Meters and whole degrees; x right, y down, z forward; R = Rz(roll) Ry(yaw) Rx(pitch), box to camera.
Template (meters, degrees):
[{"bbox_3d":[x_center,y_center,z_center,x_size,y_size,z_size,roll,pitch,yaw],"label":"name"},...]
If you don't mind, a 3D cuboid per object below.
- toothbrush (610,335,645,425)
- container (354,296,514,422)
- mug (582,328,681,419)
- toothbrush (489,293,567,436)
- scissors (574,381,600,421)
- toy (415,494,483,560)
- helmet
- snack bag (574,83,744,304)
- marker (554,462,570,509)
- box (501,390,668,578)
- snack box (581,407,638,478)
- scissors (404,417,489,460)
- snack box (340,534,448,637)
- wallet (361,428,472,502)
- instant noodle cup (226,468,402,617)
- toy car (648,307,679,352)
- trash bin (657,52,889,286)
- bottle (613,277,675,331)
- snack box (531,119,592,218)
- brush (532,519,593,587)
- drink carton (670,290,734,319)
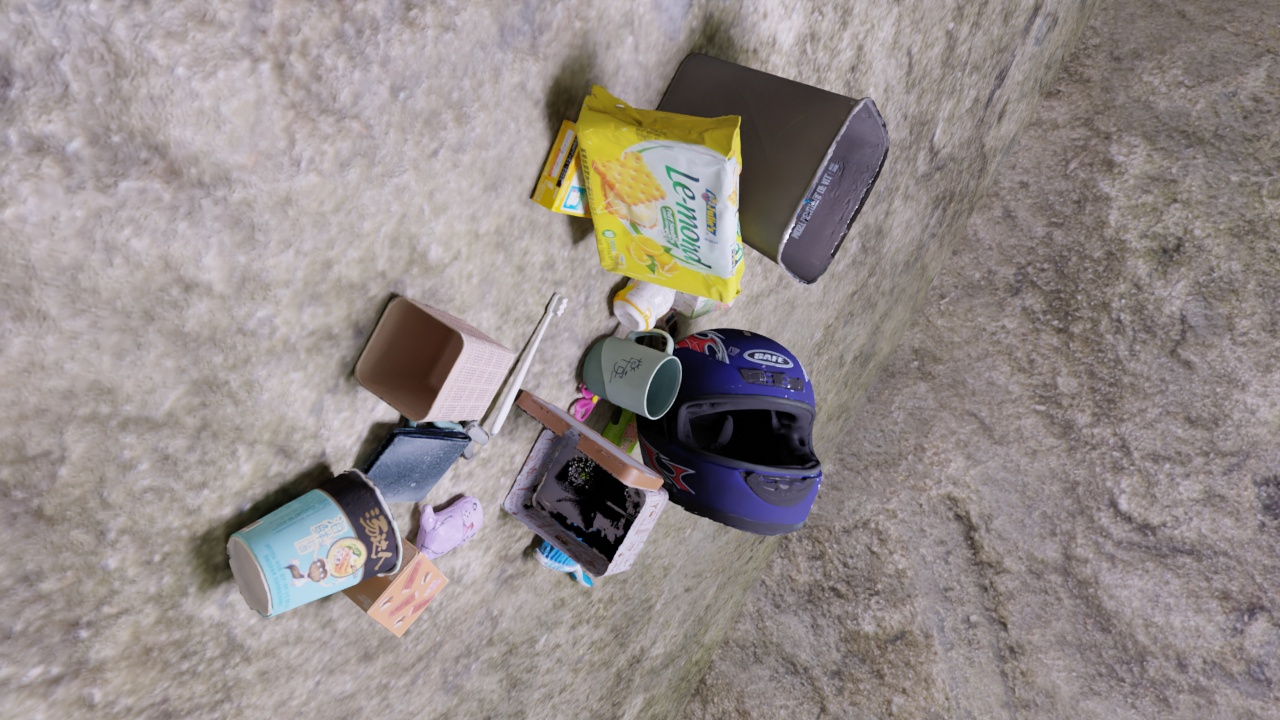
[{"bbox_3d":[-0.011,0.008,1.293,0.017,0.012,0.186,-41,150,-65],"label":"toothbrush"},{"bbox_3d":[-0.185,0.003,0.853,0.090,0.090,0.110,-61,160,5],"label":"container"},{"bbox_3d":[-0.007,0.007,1.181,0.111,0.106,0.082,-63,148,-10],"label":"mug"},{"bbox_3d":[-0.128,0.007,1.044,0.180,0.016,0.016,-63,158,1],"label":"toothbrush"},{"bbox_3d":[-0.050,0.034,1.259,0.136,0.017,0.072,-31,137,-55],"label":"scissors"},{"bbox_3d":[-0.223,0.192,1.069,0.107,0.039,0.084,-15,121,-57],"label":"toy"},{"bbox_3d":[0.128,0.079,1.258,0.247,0.316,0.240,6,98,-22],"label":"helmet"},{"bbox_3d":[0.028,-0.162,0.918,0.247,0.158,0.068,81,30,-56],"label":"snack bag"},{"bbox_3d":[-0.108,0.166,1.292,0.018,0.022,0.131,-7,132,-26],"label":"marker"},{"bbox_3d":[-0.083,0.165,1.139,0.157,0.180,0.217,-56,159,-2],"label":"box"},{"bbox_3d":[-0.029,0.116,1.382,0.156,0.026,0.085,-60,158,2],"label":"snack box"},{"bbox_3d":[-0.204,0.069,0.985,0.160,0.019,0.179,-41,152,-38],"label":"scissors"},{"bbox_3d":[-0.267,0.216,0.939,0.077,0.093,0.094,-50,156,-20],"label":"snack box"},{"bbox_3d":[-0.238,0.110,0.938,0.097,0.019,0.120,-50,155,13],"label":"wallet"},{"bbox_3d":[-0.295,0.169,0.821,0.120,0.111,0.111,-24,140,-42],"label":"instant noodle cup"},{"bbox_3d":[0.035,-0.039,1.312,0.042,0.035,0.090,-46,157,-22],"label":"toy car"},{"bbox_3d":[0.136,-0.225,1.050,0.199,0.220,0.198,-62,156,6],"label":"trash bin"},{"bbox_3d":[0.015,-0.089,1.173,0.108,0.063,0.063,-48,155,-23],"label":"bottle"},{"bbox_3d":[-0.049,-0.193,0.955,0.140,0.034,0.087,-5,123,-61],"label":"snack box"},{"bbox_3d":[-0.100,0.309,1.452,0.109,0.060,0.314,-52,159,-2],"label":"brush"},{"bbox_3d":[0.089,-0.094,1.328,0.122,0.053,0.046,-22,138,-54],"label":"drink carton"}]
